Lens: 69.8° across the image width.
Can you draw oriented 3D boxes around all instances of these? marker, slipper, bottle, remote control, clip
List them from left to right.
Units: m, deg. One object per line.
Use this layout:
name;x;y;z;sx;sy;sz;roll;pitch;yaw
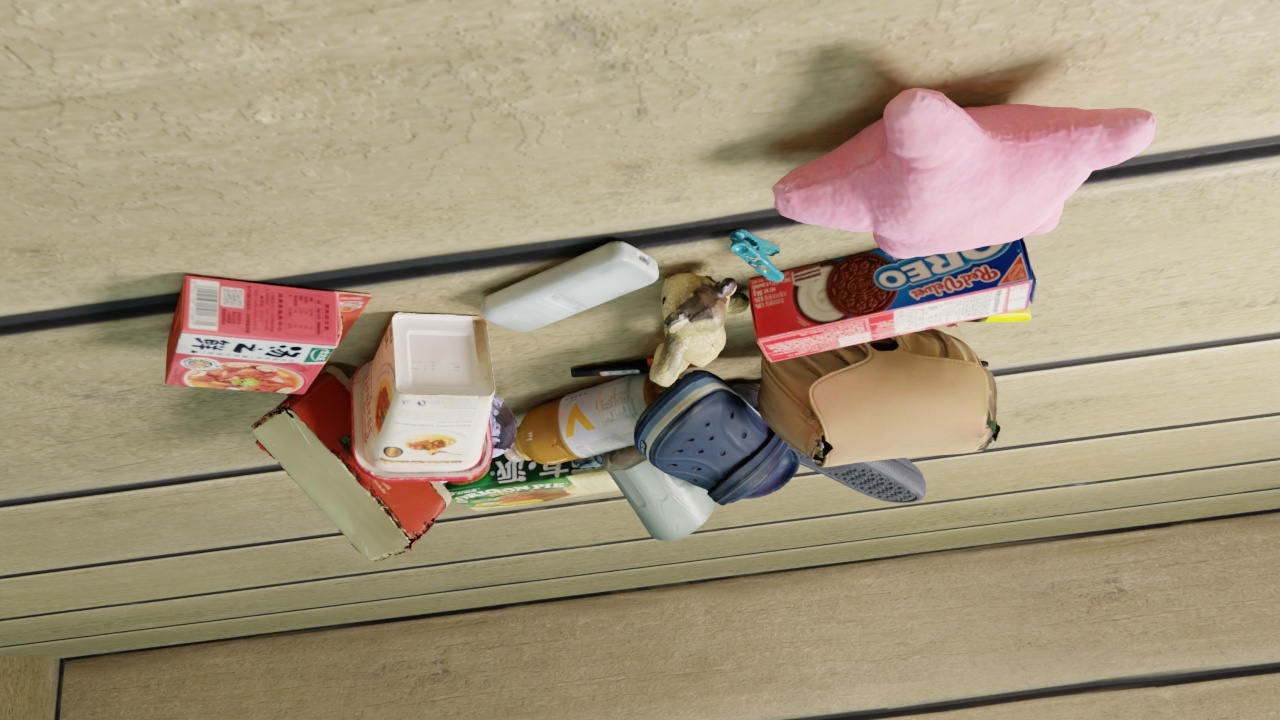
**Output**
remote control;-0.054;-0.053;0.681;0.136;0.020;0.055;-19;158;30
bottle;-0.060;0.066;0.936;0.190;0.068;0.068;-18;158;28
marker;-0.005;0.005;0.869;0.124;0.015;0.018;-6;159;6
slipper;0.086;0.094;0.874;0.105;0.095;0.252;-44;145;10
clip;0.084;-0.077;0.658;0.013;0.038;0.055;-26;146;38
slipper;0.208;0.076;1.023;0.268;0.083;0.111;28;158;-17
marker;0.297;-0.043;0.836;0.124;0.015;0.018;-1;159;-8

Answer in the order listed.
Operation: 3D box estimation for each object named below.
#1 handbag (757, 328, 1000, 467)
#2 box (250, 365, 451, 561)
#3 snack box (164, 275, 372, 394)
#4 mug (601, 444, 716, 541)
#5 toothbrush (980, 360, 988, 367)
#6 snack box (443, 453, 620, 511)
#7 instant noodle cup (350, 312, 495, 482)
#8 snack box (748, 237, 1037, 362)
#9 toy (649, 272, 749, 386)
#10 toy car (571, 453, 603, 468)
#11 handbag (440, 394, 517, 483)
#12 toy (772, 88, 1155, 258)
handbag;0.212;0.025;0.819;0.204;0.147;0.100;-5;123;-10
box;-0.261;0.099;0.813;0.092;0.079;0.168;-25;109;40
snack box;-0.276;-0.014;0.680;0.127;0.044;0.113;5;157;-30
mug;0.022;0.111;0.965;0.084;0.123;0.103;-21;119;23
toothbrush;0.282;0.011;0.980;0.189;0.014;0.017;-4;168;-8
snack box;-0.105;0.128;1.103;0.240;0.063;0.114;-10;160;9
instant noodle cup;-0.172;0.027;0.750;0.116;0.116;0.124;2;146;-22
snack box;0.192;-0.051;0.714;0.208;0.057;0.058;-12;157;15
toy;0.038;-0.025;0.743;0.105;0.066;0.157;-37;170;-13
toy car;-0.032;0.089;0.996;0.105;0.031;0.049;-33;-162;-37
handbag;-0.230;0.086;0.926;0.134;0.075;0.194;12;153;-37
toy;0.174;-0.102;0.545;0.194;0.074;0.179;0;162;-10
